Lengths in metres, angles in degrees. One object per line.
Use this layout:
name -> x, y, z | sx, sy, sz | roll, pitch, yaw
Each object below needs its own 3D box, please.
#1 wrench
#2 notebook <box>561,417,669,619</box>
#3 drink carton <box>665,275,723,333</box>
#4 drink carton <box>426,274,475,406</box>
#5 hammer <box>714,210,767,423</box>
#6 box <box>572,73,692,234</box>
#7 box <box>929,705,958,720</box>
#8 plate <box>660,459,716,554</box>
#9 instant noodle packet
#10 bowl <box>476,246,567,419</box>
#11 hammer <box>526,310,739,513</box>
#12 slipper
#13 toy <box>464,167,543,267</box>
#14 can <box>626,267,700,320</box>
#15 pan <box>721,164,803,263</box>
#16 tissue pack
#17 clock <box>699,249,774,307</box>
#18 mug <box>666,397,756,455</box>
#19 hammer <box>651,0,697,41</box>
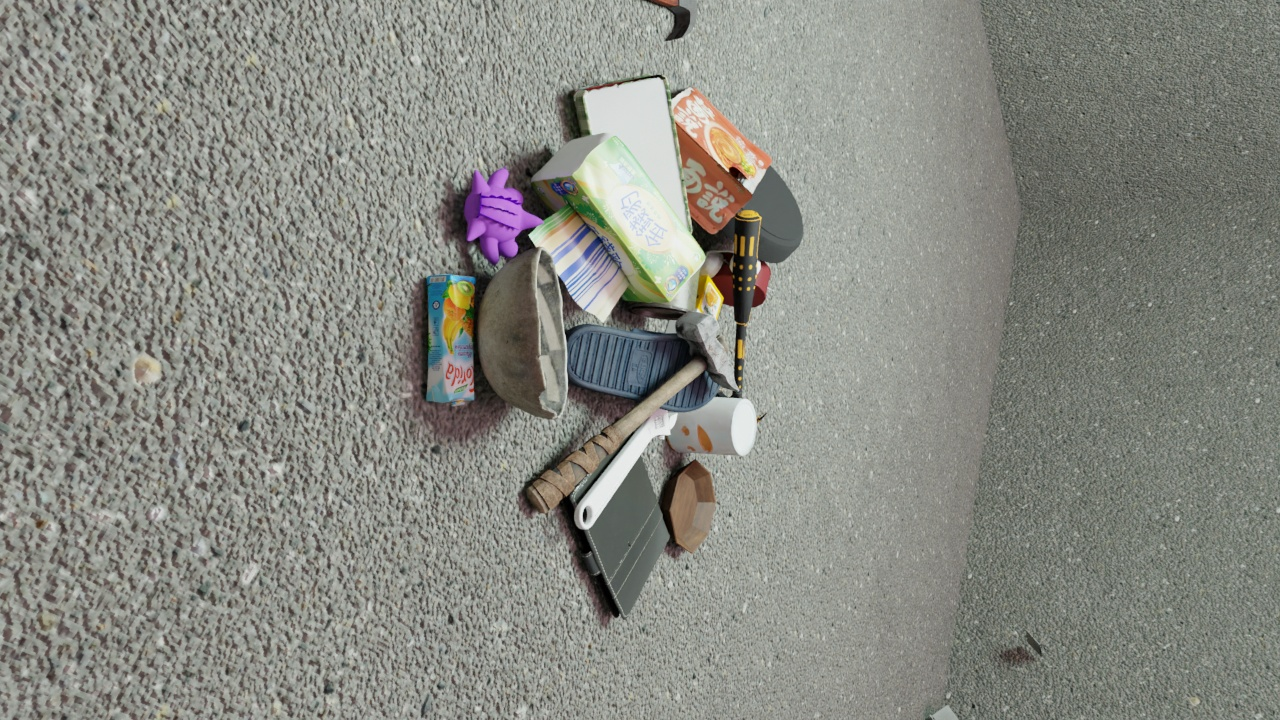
wrench -> -0.014, 0.119, 1.157 | 0.272, 0.018, 0.066 | -50, 130, -49
notebook -> -0.027, 0.203, 1.174 | 0.169, 0.029, 0.209 | -51, 129, -46
drink carton -> 0.075, -0.055, 1.311 | 0.058, 0.040, 0.122 | 49, 52, -47
drink carton -> -0.186, -0.020, 0.901 | 0.044, 0.039, 0.129 | -1, 91, -58
hammer -> 0.144, -0.053, 1.287 | 0.036, 0.123, 0.321 | -15, 122, -27
box -> -0.010, -0.238, 1.121 | 0.117, 0.050, 0.206 | -18, 108, -16
box -> 1.017, 1.053, 2.395 | 0.167, 0.513, 0.172 | 50, 53, -54
plate -> 0.067, 0.209, 1.322 | 0.131, 0.025, 0.131 | -3, 94, -58
instant noodle packet -> 0.096, -0.290, 1.257 | 0.164, 0.084, 0.220 | 42, 36, -5
bowl -> -0.126, -0.025, 0.941 | 0.178, 0.081, 0.178 | 0, 87, -87
hammer -> -0.007, 0.070, 1.094 | 0.318, 0.049, 0.121 | -39, 122, -24
slipper -> -0.007, 0.007, 1.160 | 0.263, 0.083, 0.101 | 9, 91, -38
toy -> -0.147, -0.150, 0.942 | 0.088, 0.056, 0.106 | 11, 83, -55
can -> 0.030, -0.095, 1.192 | 0.089, 0.090, 0.074 | 18, 77, -57
pan -> 0.116, -0.228, 1.293 | 0.354, 0.044, 0.204 | -11, 69, -51
tissue pack -> -0.044, -0.135, 1.031 | 0.197, 0.120, 0.141 | 48, 70, -21
clock -> 0.142, -0.126, 1.364 | 0.137, 0.096, 0.048 | 48, 51, -51
mug -> 0.099, 0.092, 1.295 | 0.082, 0.105, 0.082 | -3, 93, -57
hammer -> -0.009, -0.481, 1.176 | 0.299, 0.028, 0.111 | -16, 104, -56
